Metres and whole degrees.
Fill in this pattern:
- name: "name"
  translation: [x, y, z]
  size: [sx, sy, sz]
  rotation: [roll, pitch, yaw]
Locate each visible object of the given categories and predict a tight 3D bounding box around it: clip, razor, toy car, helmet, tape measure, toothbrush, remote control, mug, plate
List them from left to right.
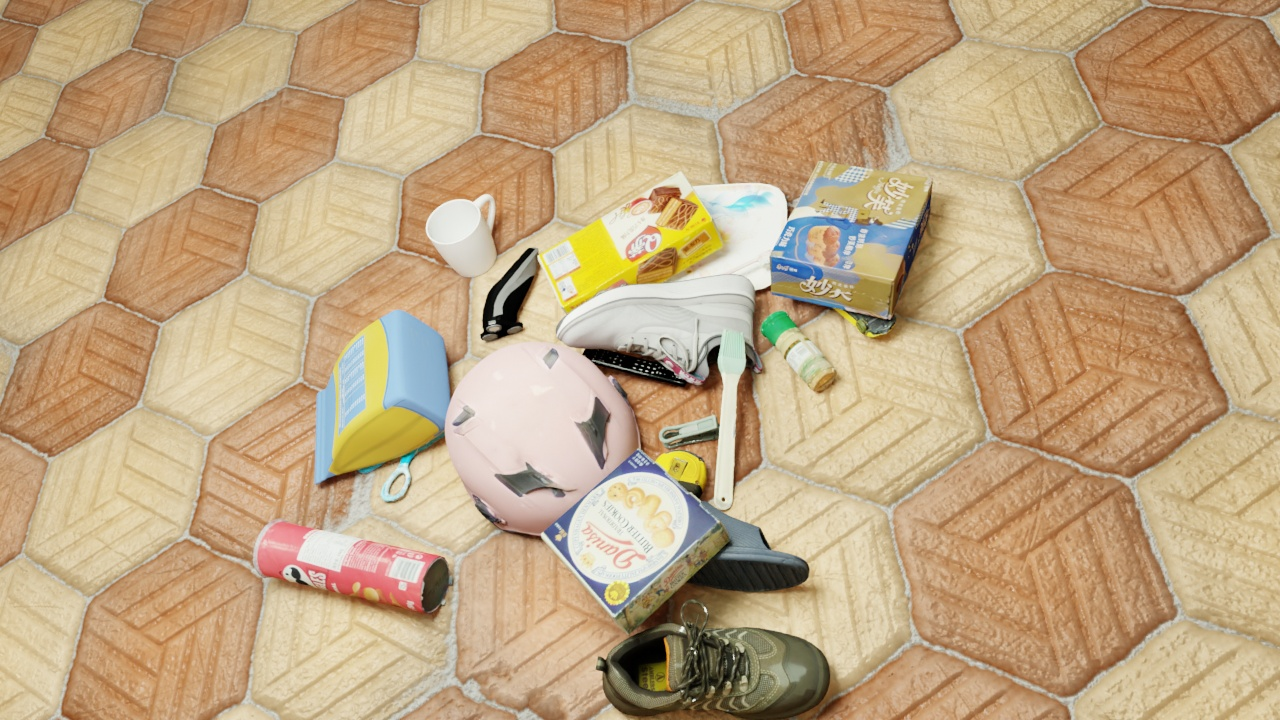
- name: "mug"
  translation: [-0.244, -0.185, 1.324]
  size: [0.081, 0.088, 0.114]
  rotation: [27, 69, 27]
- name: "razor"
  translation: [-0.179, -0.097, 1.279]
  size: [0.060, 0.057, 0.155]
  rotation: [20, 62, -11]
- name: "helmet"
  translation: [-0.119, 0.082, 1.099]
  size: [0.229, 0.153, 0.255]
  rotation: [-35, 63, -12]
- name: "remote control"
  translation: [-0.007, 0.007, 1.172]
  size: [0.140, 0.009, 0.030]
  rotation: [14, 38, 10]
- name: "tape measure"
  translation: [0.045, 0.136, 1.083]
  size: [0.066, 0.037, 0.064]
  rotation: [17, 65, 23]
- name: "clip"
  translation: [0.064, 0.092, 1.120]
  size: [0.078, 0.049, 0.023]
  rotation: [-21, 53, 22]
- name: "toothbrush"
  translation: [0.095, -0.102, 1.209]
  size: [0.181, 0.016, 0.018]
  rotation: [-24, 62, -1]
- name: "plate"
  translation: [0.107, -0.166, 1.264]
  size: [0.187, 0.016, 0.186]
  rotation: [0, 60, 14]
- name: "toy car"
  translation: [0.276, -0.065, 1.150]
  size: [0.049, 0.030, 0.107]
  rotation: [-27, 48, -11]

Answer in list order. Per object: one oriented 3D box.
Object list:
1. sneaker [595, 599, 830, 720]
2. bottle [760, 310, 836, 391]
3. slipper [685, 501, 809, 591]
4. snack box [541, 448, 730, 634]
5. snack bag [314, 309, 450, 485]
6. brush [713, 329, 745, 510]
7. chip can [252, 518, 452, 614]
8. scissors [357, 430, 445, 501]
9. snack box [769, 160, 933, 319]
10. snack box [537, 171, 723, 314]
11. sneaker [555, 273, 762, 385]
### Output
- name: "sneaker"
  translation: [0.066, 0.297, 0.915]
  size: [0.238, 0.143, 0.100]
  rotation: [-7, 57, 10]
- name: "bottle"
  translation: [0.196, -0.012, 1.133]
  size: [0.043, 0.043, 0.111]
  rotation: [-32, 58, -7]
- name: "slipper"
  translation: [0.054, 0.195, 1.009]
  size: [0.264, 0.101, 0.082]
  rotation: [1, 60, 19]
- name: "snack box"
  translation: [-0.007, 0.184, 0.957]
  size: [0.145, 0.043, 0.144]
  rotation: [-41, 45, -12]
- name: "snack bag"
  translation: [-0.354, 0.055, 1.203]
  size: [0.206, 0.102, 0.158]
  rotation: [-31, 48, 20]
- name: "brush"
  translation: [0.105, 0.069, 1.091]
  size: [0.033, 0.012, 0.217]
  rotation: [9, 75, -17]
- name: "chip can"
  translation: [-0.343, 0.245, 1.096]
  size: [0.233, 0.073, 0.073]
  rotation: [8, 61, 18]
- name: "scissors"
  translation: [-0.315, 0.115, 1.205]
  size: [0.114, 0.013, 0.140]
  rotation: [19, 66, 27]
- name: "snack box"
  translation: [0.270, -0.158, 1.165]
  size: [0.155, 0.069, 0.202]
  rotation: [15, 52, 21]
- name: "snack box"
  translation: [-0.014, -0.148, 1.239]
  size: [0.230, 0.062, 0.110]
  rotation: [-30, 53, 4]
- name: "sneaker"
  translation: [0.028, -0.026, 1.143]
  size: [0.262, 0.097, 0.128]
  rotation: [-7, 66, -13]
